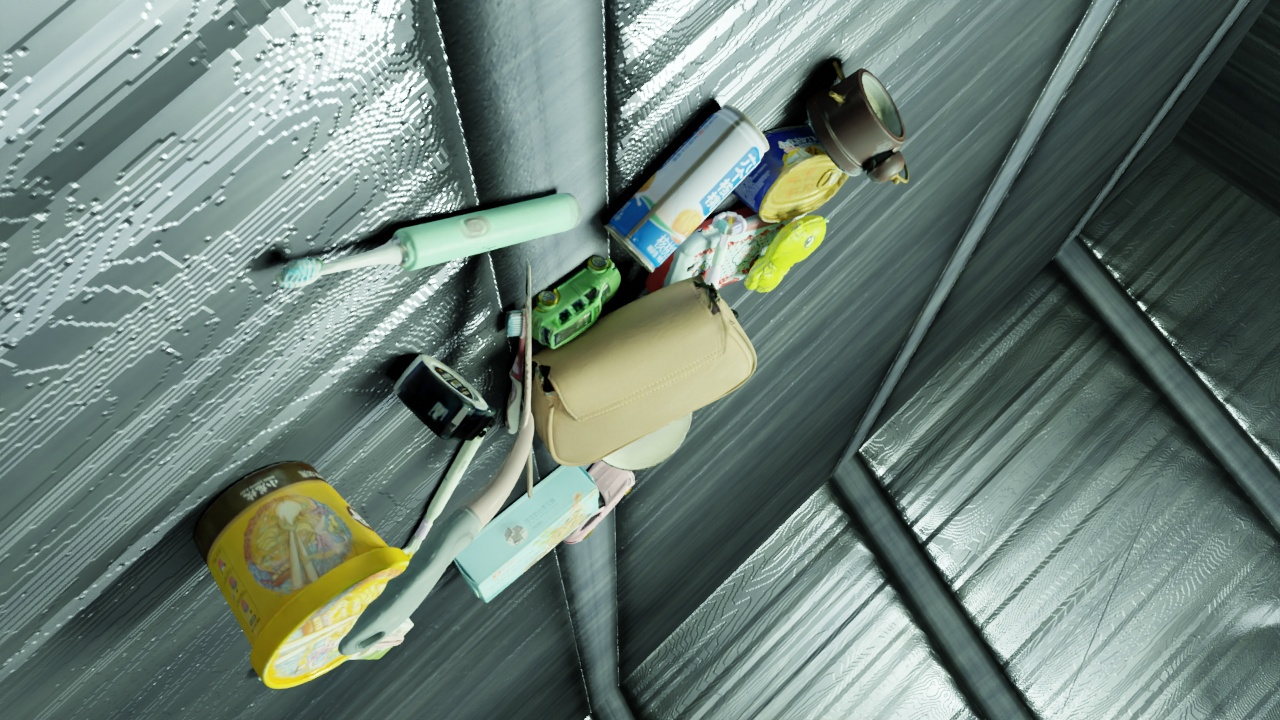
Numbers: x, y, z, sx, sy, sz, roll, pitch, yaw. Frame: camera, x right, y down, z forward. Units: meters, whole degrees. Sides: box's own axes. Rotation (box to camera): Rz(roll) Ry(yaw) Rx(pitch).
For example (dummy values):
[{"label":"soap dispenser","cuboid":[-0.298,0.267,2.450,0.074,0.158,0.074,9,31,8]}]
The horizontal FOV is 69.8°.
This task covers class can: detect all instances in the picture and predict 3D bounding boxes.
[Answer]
[{"label":"can","cuboid":[0.037,-0.134,0.717,0.134,0.053,0.053,-46,160,1]},{"label":"can","cuboid":[0.139,-0.173,0.847,0.147,0.049,0.075,-22,150,-47]}]

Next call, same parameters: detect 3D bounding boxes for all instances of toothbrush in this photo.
[{"label":"toothbrush","cuboid":[-0.108,0.014,0.777,0.017,0.016,0.188,-8,148,-16]},{"label":"toothbrush","cuboid":[0.063,-0.063,0.843,0.190,0.029,0.021,103,0,-53]},{"label":"toothbrush","cuboid":[-0.184,0.129,0.847,0.190,0.029,0.020,-57,-161,27]},{"label":"toothbrush","cuboid":[-0.121,-0.075,0.566,0.223,0.026,0.027,-23,172,-45]}]

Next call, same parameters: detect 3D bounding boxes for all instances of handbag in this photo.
[{"label":"handbag","cuboid":[-0.005,0.005,0.805,0.204,0.099,0.148,-26,152,-7]}]

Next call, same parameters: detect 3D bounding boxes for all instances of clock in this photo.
[{"label":"clock","cuboid":[0.200,-0.203,0.815,0.055,0.122,0.081,-30,-150,35]}]

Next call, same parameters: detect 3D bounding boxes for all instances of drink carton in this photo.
[{"label":"drink carton","cuboid":[-0.271,0.261,0.892,0.053,0.045,0.122,-44,160,-6]}]

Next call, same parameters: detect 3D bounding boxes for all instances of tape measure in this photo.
[{"label":"tape measure","cuboid":[-0.143,0.027,0.661,0.033,0.066,0.065,-49,165,2]}]

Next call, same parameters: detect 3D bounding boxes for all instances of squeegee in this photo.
[{"label":"squeegee","cuboid":[-0.119,0.101,0.627,0.248,0.040,0.248,97,18,-45]}]

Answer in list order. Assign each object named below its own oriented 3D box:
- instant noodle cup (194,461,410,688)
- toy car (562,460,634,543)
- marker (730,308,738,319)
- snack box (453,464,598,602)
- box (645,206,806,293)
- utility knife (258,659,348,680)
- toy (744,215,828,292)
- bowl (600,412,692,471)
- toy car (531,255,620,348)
[{"label":"instant noodle cup","cuboid":[-0.234,0.142,0.632,0.118,0.114,0.119,-39,158,-19]},{"label":"toy car","cuboid":[-0.061,0.168,1.111,0.122,0.056,0.037,-48,167,6]},{"label":"marker","cuboid":[0.085,-0.009,1.099,0.020,0.022,0.132,4,136,-23]},{"label":"snack box","cuboid":[-0.126,0.191,1.031,0.174,0.051,0.074,-38,160,-19]},{"label":"box","cuboid":[0.090,-0.109,0.882,0.200,0.047,0.087,-25,151,-42]},{"label":"utility knife","cuboid":[-0.316,0.297,0.919,0.029,0.013,0.186,-50,161,6]},{"label":"toy","cuboid":[0.141,-0.105,0.886,0.100,0.031,0.096,-41,165,16]},{"label":"bowl","cuboid":[-0.013,0.046,0.922,0.116,0.116,0.066,-42,-156,-8]},{"label":"toy car","cuboid":[-0.051,-0.047,0.745,0.091,0.036,0.043,-42,159,-21]}]
